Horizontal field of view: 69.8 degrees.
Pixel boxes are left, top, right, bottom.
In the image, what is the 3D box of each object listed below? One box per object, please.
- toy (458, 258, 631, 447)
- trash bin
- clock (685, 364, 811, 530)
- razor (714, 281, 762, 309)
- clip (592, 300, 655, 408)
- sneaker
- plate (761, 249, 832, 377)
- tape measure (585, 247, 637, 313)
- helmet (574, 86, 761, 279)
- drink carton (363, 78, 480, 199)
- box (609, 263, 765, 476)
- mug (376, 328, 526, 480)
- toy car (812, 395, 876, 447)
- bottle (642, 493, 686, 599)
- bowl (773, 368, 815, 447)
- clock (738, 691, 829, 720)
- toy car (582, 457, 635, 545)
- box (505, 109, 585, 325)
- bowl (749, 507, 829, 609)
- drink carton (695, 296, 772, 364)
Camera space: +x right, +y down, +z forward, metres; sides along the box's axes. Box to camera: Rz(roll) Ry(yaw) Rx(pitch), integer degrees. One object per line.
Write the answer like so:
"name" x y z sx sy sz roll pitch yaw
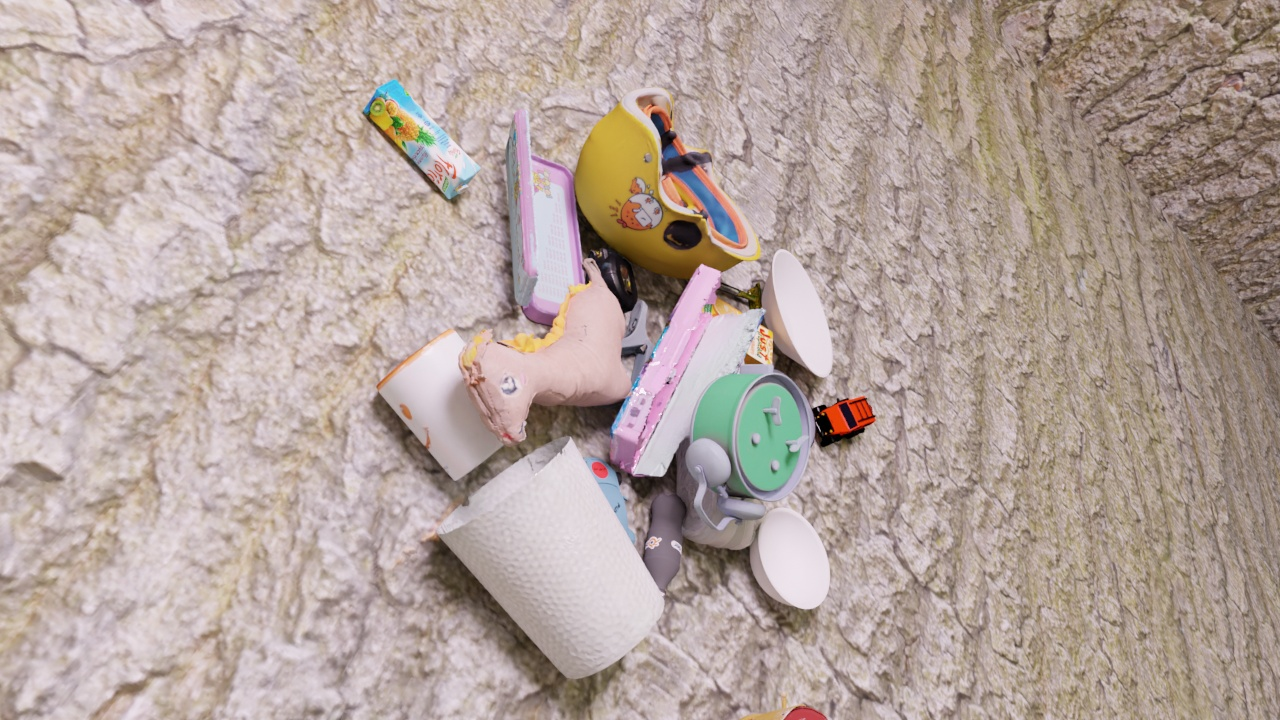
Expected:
"toy" -0.084 -0.019 0.828 0.264 0.065 0.196 7 64 -62
"trash bin" -0.067 0.166 0.763 0.161 0.134 0.133 55 41 -7
"clock" 0.101 0.088 0.876 0.122 0.075 0.161 52 56 -31
"razor" 0.112 -0.091 1.173 0.105 0.026 0.042 17 56 -29
"clip" -0.005 0.007 0.996 0.090 0.027 0.161 45 44 -12
"sneaker" 0.093 0.088 0.995 0.090 0.090 0.241 26 55 -34
"plate" 0.196 -0.056 1.194 0.174 0.036 0.173 38 41 -44
"tape measure" -0.031 -0.084 1.005 0.071 0.042 0.072 38 39 -68
"helmet" 0.017 -0.179 1.053 0.240 0.140 0.208 50 24 -22
"drink carton" -0.220 -0.224 0.933 0.129 0.044 0.038 46 42 -9
"box" 0.054 0.017 0.944 0.091 0.085 0.229 21 59 11
"mug" -0.161 0.038 0.788 0.105 0.083 0.082 52 42 -5
"toy car" 0.261 0.074 1.180 0.100 0.049 0.051 -10 71 -45
"bottle" 0.022 0.183 0.897 0.036 0.036 0.109 31 47 -24
"bowl" 0.151 0.067 1.086 0.114 0.045 0.114 23 51 -31
"clock" 0.152 0.395 0.845 0.116 0.081 0.159 -26 83 -48
"toy car" -0.034 0.139 0.881 0.060 0.028 0.107 9 59 -39
"box" -0.110 -0.146 0.971 0.140 0.062 0.213 55 24 -60
"bowl" 0.152 0.218 0.992 0.110 0.041 0.109 24 51 -32
"drink carton" 0.107 -0.028 1.111 0.122 0.041 0.058 30 47 -26
